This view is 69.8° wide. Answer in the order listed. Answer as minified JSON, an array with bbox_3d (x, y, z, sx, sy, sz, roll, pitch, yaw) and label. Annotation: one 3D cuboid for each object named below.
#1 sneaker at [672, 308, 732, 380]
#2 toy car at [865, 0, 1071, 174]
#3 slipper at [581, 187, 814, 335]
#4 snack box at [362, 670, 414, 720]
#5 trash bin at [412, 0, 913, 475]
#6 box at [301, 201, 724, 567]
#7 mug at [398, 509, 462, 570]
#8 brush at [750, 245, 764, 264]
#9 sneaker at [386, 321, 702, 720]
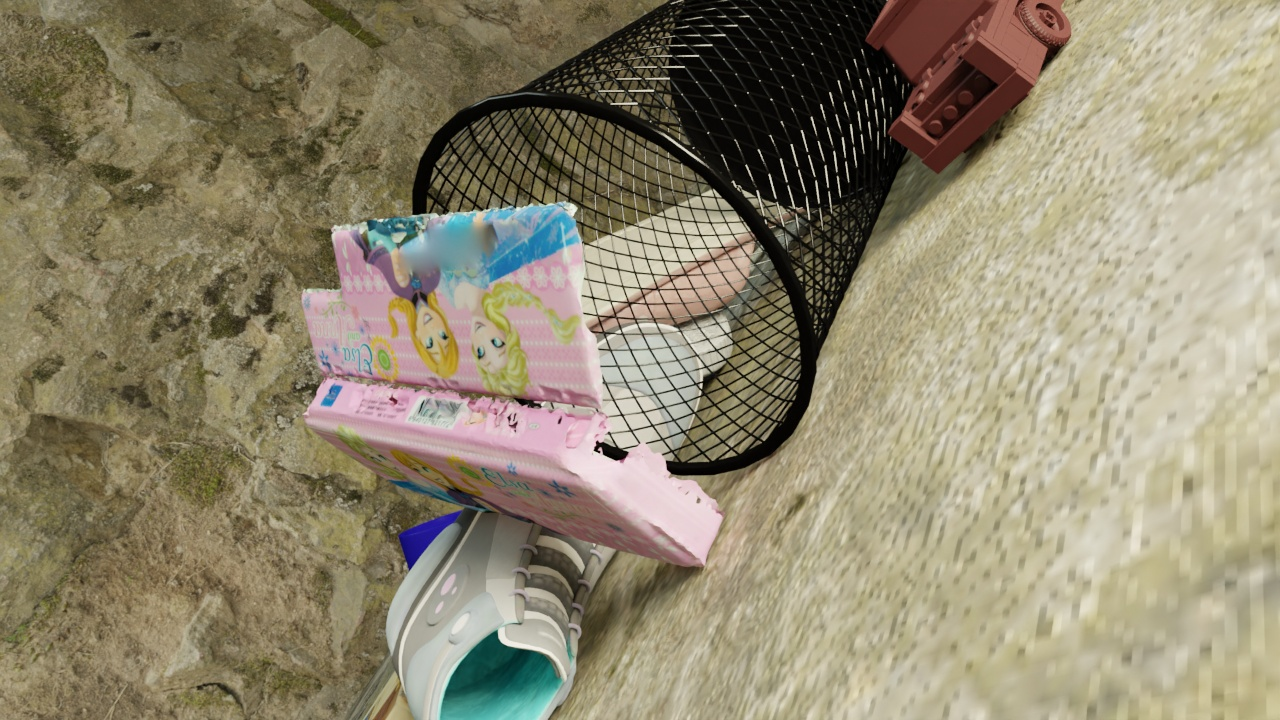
[{"bbox_3d":[-0.004,0.004,0.682,0.089,0.087,0.236,-27,17,-19],"label":"sneaker"},{"bbox_3d":[0.151,-0.162,0.406,0.169,0.062,0.070,-59,6,-34],"label":"toy car"},{"bbox_3d":[0.016,-0.060,0.612,0.274,0.054,0.114,-28,25,-11],"label":"slipper"},{"bbox_3d":[-0.185,0.290,0.670,0.153,0.055,0.207,-56,5,-6],"label":"snack box"},{"bbox_3d":[0.032,-0.084,0.436,0.209,0.184,0.185,-52,2,-39],"label":"trash bin"},{"bbox_3d":[-0.084,0.017,0.406,0.231,0.161,0.061,4,39,45],"label":"box"},{"bbox_3d":[-0.125,0.160,0.724,0.111,0.083,0.079,-18,-1,1],"label":"mug"},{"bbox_3d":[0.042,-0.021,0.803,0.218,0.012,0.033,-51,7,33],"label":"brush"},{"bbox_3d":[-0.036,0.089,0.478,0.256,0.093,0.160,-55,13,-6],"label":"sneaker"}]
